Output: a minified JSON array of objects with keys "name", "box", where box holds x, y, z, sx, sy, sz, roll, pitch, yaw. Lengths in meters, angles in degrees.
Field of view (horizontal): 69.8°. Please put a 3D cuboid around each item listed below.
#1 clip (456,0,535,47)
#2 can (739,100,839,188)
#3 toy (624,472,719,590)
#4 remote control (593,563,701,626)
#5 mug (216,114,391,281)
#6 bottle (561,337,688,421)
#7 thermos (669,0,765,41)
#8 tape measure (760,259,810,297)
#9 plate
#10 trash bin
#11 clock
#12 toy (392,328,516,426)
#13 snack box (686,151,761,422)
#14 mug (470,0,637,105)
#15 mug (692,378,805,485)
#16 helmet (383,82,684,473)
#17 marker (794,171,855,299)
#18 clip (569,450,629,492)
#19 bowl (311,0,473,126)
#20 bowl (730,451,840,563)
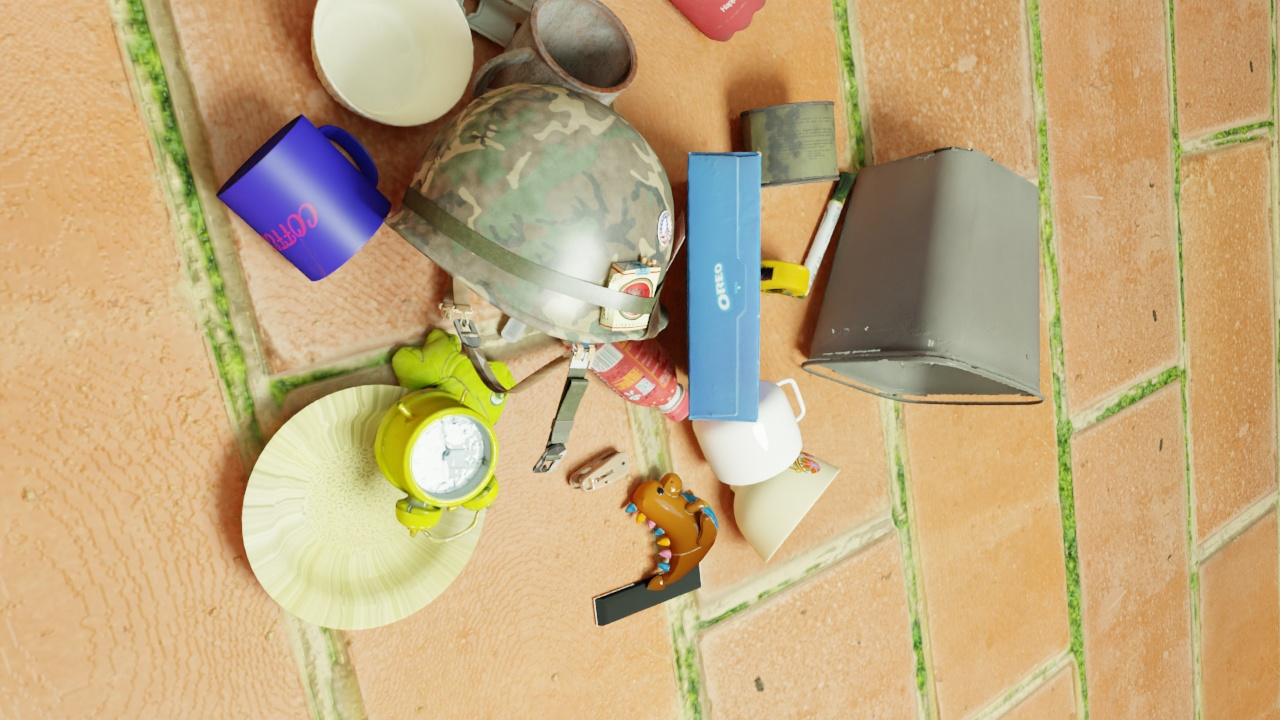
[{"name":"clip","box":[-0.105,-0.330,0.710,0.125,0.089,0.150,21,93,-37]},{"name":"can","box":[0.142,-0.206,0.878,0.089,0.090,0.074,-12,101,-33]},{"name":"toy","box":[0.021,0.161,0.863,0.090,0.070,0.103,37,88,-14]},{"name":"remote control","box":[0.011,0.223,0.880,0.124,0.012,0.028,-12,102,-33]},{"name":"mug","box":[-0.228,-0.123,0.649,0.083,0.079,0.111,47,41,-28]},{"name":"bottle","box":[-0.005,0.005,0.817,0.137,0.062,0.061,44,71,-30]},{"name":"thermos","box":[0.009,-0.375,0.780,0.239,0.073,0.073,34,76,-31]},{"name":"tape measure","box":[0.138,-0.079,0.907,0.068,0.059,0.030,11,88,-35]},{"name":"plate","box":[-0.210,0.109,0.703,0.184,0.036,0.184,-4,97,-34]},{"name":"trash bin","box":[0.302,-0.081,0.949,0.197,0.198,0.220,16,79,-34]},{"name":"clock","box":[-0.148,0.078,0.685,0.083,0.057,0.119,-16,110,-33]},{"name":"toy","box":[-0.148,0.019,0.738,0.094,0.036,0.093,-30,105,-26]},{"name":"snack box","box":[0.068,-0.063,0.768,0.056,0.238,0.195,0,96,4]},{"name":"mug","box":[-0.079,-0.213,0.700,0.122,0.110,0.096,-16,75,-38]},{"name":"mug","box":[0.110,0.061,0.879,0.115,0.094,0.068,-31,110,-20]},{"name":"helmet","box":[-0.072,-0.069,0.659,0.224,0.193,0.236,29,95,-45]},{"name":"marker","box":[0.192,-0.132,0.964,0.017,0.017,0.146,30,78,-33]},{"name":"clip","box":[-0.035,0.101,0.826,0.061,0.049,0.026,-12,102,-5]},{"name":"bowl","box":[-0.187,-0.225,0.668,0.115,0.063,0.115,-4,97,-34]},{"name":"bowl","box":[0.132,0.131,0.909,0.074,0.118,0.117,39,67,14]}]
